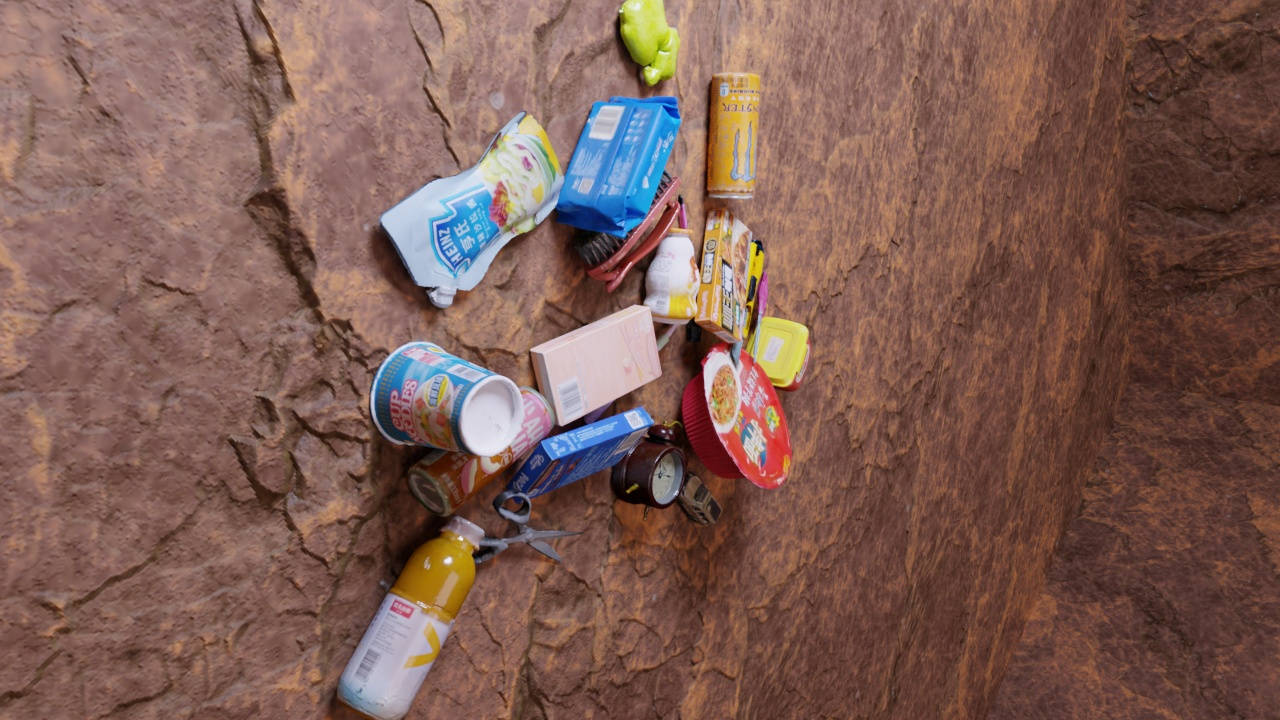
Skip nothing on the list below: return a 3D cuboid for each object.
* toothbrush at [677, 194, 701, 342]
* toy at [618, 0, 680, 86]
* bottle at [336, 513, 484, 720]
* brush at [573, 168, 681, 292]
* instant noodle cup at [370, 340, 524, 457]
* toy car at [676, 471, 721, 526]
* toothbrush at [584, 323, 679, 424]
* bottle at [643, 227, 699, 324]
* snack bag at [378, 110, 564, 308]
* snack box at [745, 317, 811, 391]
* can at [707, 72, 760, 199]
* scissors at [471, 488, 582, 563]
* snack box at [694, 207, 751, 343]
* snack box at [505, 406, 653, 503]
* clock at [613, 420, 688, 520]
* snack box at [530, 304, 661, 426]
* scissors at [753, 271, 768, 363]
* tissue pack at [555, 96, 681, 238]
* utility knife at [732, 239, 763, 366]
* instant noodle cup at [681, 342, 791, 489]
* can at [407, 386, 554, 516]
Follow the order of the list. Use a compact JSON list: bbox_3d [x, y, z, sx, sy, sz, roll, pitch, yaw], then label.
[{"bbox_3d":[0.056,-0.108,1.116,0.017,0.014,0.189,-24,117,-32],"label":"toothbrush"},{"bbox_3d":[0.011,-0.346,0.981,0.100,0.031,0.097,8,96,-52],"label":"toy"},{"bbox_3d":[-0.204,0.233,0.841,0.068,0.068,0.189,47,63,-46],"label":"bottle"},{"bbox_3d":[-0.012,-0.141,0.982,0.069,0.063,0.145,51,61,-29],"label":"brush"},{"bbox_3d":[-0.164,0.038,0.805,0.099,0.110,0.099,-15,110,-48],"label":"instant noodle cup"},{"bbox_3d":[0.075,0.181,1.200,0.042,0.035,0.090,-59,136,-24],"label":"toy car"},{"bbox_3d":[-0.006,0.006,1.065,0.188,0.021,0.029,-49,166,-30],"label":"toothbrush"},{"bbox_3d":[0.038,-0.097,1.054,0.063,0.063,0.108,-6,104,-50],"label":"bottle"},{"bbox_3d":[-0.146,-0.137,0.840,0.190,0.039,0.110,-49,145,-30],"label":"snack bag"},{"bbox_3d":[0.191,-0.005,1.263,0.080,0.082,0.091,35,73,-63],"label":"snack box"},{"bbox_3d":[0.112,-0.269,1.103,0.058,0.058,0.146,-14,110,-49],"label":"can"},{"bbox_3d":[-0.120,0.181,0.954,0.159,0.014,0.171,-22,138,-31],"label":"scissors"},{"bbox_3d":[0.104,-0.105,1.136,0.075,0.026,0.153,30,62,-49],"label":"snack box"},{"bbox_3d":[-0.063,0.099,0.975,0.156,0.026,0.085,-16,153,-48],"label":"snack box"},{"bbox_3d":[0.018,0.125,1.097,0.121,0.055,0.082,-54,136,-29],"label":"clock"},{"bbox_3d":[-0.045,0.003,0.994,0.156,0.026,0.084,-26,114,-40],"label":"snack box"},{"bbox_3d":[0.156,-0.059,1.202,0.077,0.017,0.137,89,12,-45],"label":"scissors"},{"bbox_3d":[-0.022,-0.198,0.930,0.052,0.095,0.157,35,72,-55],"label":"tissue pack"},{"bbox_3d":[0.139,-0.079,1.185,0.033,0.015,0.192,38,53,-39],"label":"utility knife"},{"bbox_3d":[0.113,0.076,1.152,0.193,0.066,0.193,34,45,-42],"label":"instant noodle cup"},{"bbox_3d":[-0.150,0.085,0.876,0.146,0.058,0.058,-39,128,-38],"label":"can"}]
